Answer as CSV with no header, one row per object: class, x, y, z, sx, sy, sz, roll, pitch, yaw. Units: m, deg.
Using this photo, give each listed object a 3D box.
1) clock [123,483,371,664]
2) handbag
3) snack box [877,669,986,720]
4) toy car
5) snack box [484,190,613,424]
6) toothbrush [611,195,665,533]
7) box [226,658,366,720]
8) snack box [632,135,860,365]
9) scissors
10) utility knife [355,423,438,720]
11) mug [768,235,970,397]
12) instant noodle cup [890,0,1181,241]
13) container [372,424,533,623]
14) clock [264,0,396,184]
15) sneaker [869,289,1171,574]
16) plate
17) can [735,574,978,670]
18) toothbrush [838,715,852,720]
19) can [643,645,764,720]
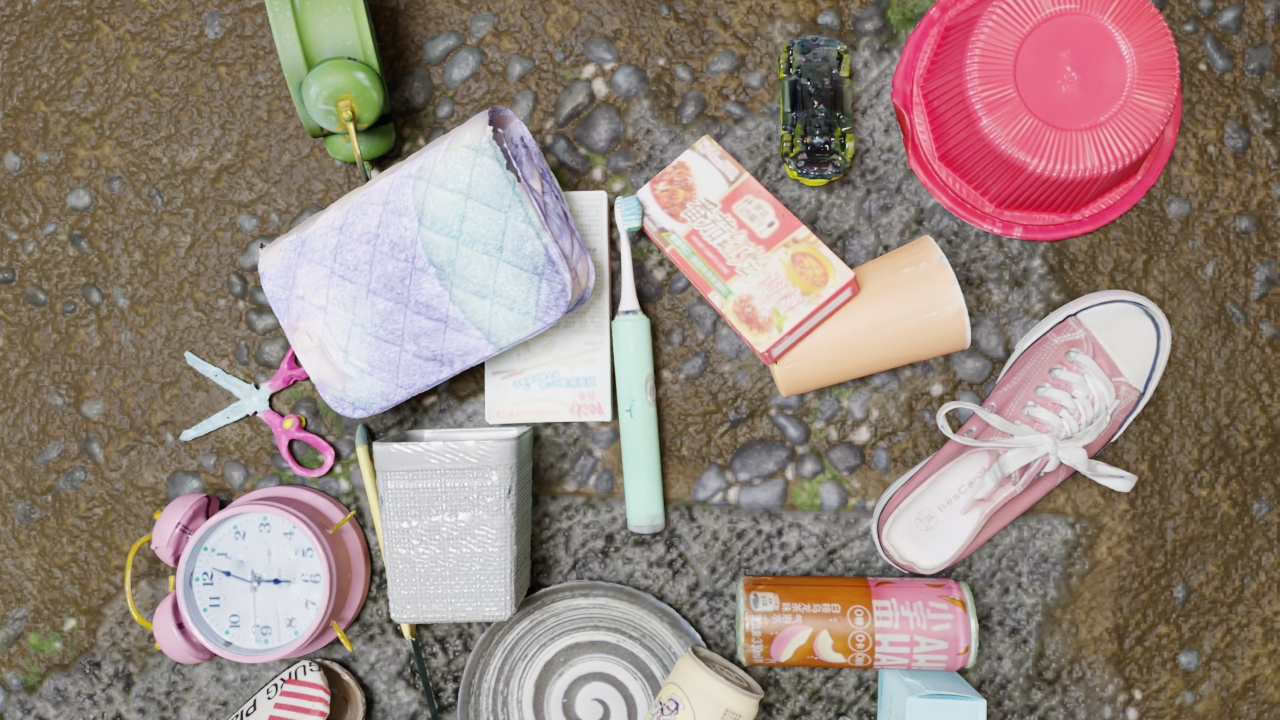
clock,-0.264,0.143,0.610,0.158,0.060,0.117,-1,88,4
handbag,-0.134,-0.056,0.580,0.194,0.075,0.134,-25,97,17
snack box,0.182,0.287,0.584,0.051,0.074,0.175,1,88,2
toy car,0.117,-0.169,0.620,0.048,0.032,0.105,0,77,2
snack box,-0.062,-0.036,0.623,0.085,0.027,0.156,-1,89,2
toothbrush,-0.004,0.004,0.610,0.027,0.026,0.224,-2,95,27
box,-0.260,0.264,0.595,0.163,0.083,0.075,-45,77,2
snack box,0.062,-0.074,0.590,0.075,0.025,0.153,-40,61,2
scissors,-0.259,0.023,0.636,0.133,0.017,0.130,32,92,6
utility knife,-0.165,0.150,0.622,0.022,0.031,0.220,-10,90,-1
mug,0.140,-0.023,0.597,0.123,0.078,0.078,-20,88,7
instant noodle cup,0.269,-0.177,0.598,0.194,0.066,0.194,0,89,3
container,-0.116,0.103,0.592,0.090,0.090,0.114,-2,91,2
clock,-0.196,-0.190,0.590,0.056,0.116,0.161,-13,85,-9
sneaker,0.248,0.049,0.581,0.241,0.088,0.118,-43,87,1
plate,-0.033,0.237,0.618,0.179,0.024,0.179,0,87,1
can,0.136,0.169,0.593,0.147,0.058,0.058,-1,88,5
toothbrush,0.087,0.338,0.610,0.026,0.026,0.221,32,90,41
can,0.025,0.244,0.574,0.058,0.058,0.116,30,88,2
